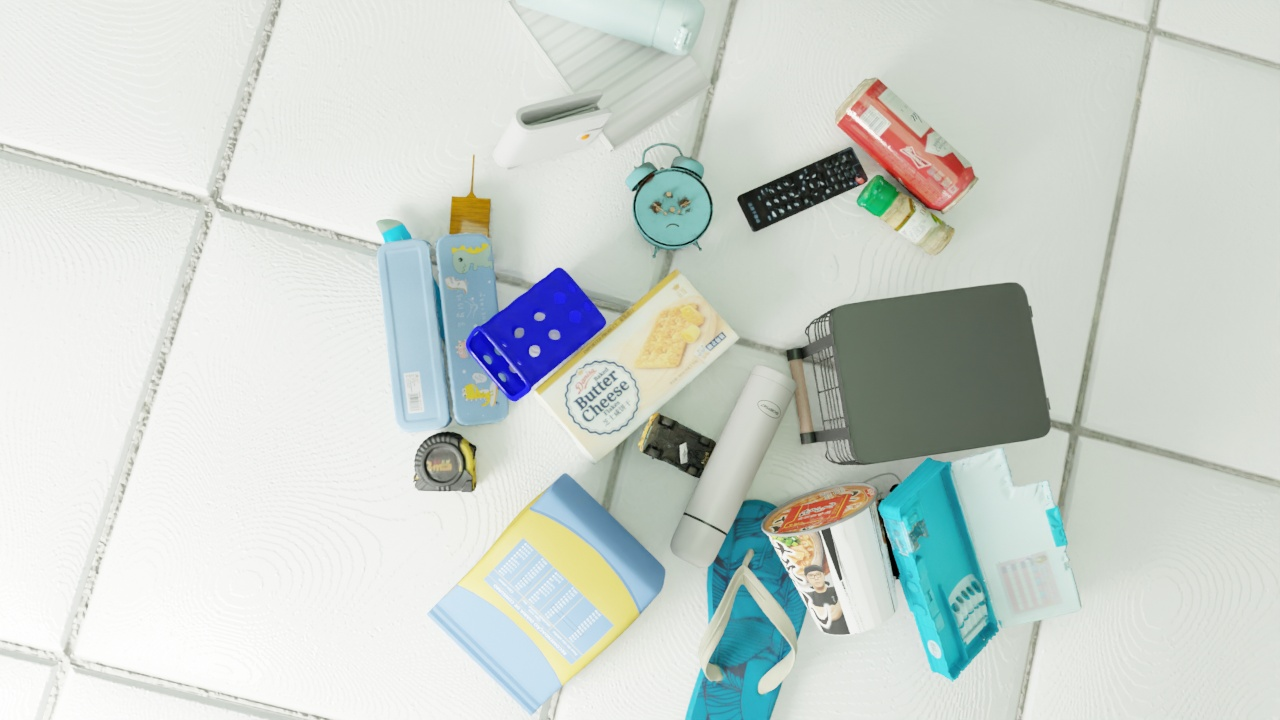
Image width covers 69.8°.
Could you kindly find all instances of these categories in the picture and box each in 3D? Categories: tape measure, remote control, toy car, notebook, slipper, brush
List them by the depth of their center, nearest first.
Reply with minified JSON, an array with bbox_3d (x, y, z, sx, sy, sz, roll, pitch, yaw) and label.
[{"bbox_3d":[0.115,0.297,0.970,0.118,0.060,0.294,15,83,-6],"label":"slipper"},{"bbox_3d":[-0.209,0.107,0.978,0.067,0.038,0.062,0,92,-1],"label":"tape measure"},{"bbox_3d":[0.033,0.090,0.987,0.112,0.047,0.047,30,79,-41],"label":"toy car"},{"bbox_3d":[-0.188,-0.160,1.017,0.048,0.017,0.126,3,84,-4],"label":"brush"},{"bbox_3d":[0.184,-0.194,1.048,0.150,0.022,0.047,-24,85,-8],"label":"remote control"},{"bbox_3d":[-0.037,-0.362,1.055,0.142,0.009,0.209,-35,87,-8],"label":"notebook"}]

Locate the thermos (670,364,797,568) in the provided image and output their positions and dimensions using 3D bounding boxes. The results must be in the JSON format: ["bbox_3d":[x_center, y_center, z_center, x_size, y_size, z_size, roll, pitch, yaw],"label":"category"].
[{"bbox_3d":[0.099,0.114,0.985,0.052,0.052,0.224,27,80,-1],"label":"thermos"}]

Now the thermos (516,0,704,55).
[{"bbox_3d":[-0.032,-0.399,1.021,0.207,0.065,0.077,17,39,-3],"label":"thermos"}]

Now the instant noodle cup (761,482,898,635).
[{"bbox_3d":[0.203,0.206,0.943,0.123,0.123,0.122,-22,96,-6],"label":"instant noodle cup"}]

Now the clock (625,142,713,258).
[{"bbox_3d":[0.031,-0.179,1.018,0.090,0.053,0.124,-9,85,-6],"label":"clock"}]

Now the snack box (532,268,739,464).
[{"bbox_3d":[-0.006,0.006,0.993,0.207,0.057,0.104,-41,88,-8],"label":"snack box"}]

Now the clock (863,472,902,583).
[{"bbox_3d":[0.277,0.183,1.001,0.091,0.042,0.120,-21,86,-6],"label":"clock"}]

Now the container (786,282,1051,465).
[{"bbox_3d":[0.294,0.018,0.976,0.241,0.130,0.162,-8,84,-5],"label":"container"}]

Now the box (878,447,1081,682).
[{"bbox_3d":[0.348,0.200,0.953,0.181,0.071,0.227,-26,111,-8],"label":"box"}]

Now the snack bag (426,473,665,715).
[{"bbox_3d":[-0.098,0.243,0.946,0.159,0.102,0.205,44,95,1],"label":"snack bag"}]

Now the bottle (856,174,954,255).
[{"bbox_3d":[0.301,-0.164,1.041,0.111,0.043,0.043,35,82,0],"label":"bottle"}]

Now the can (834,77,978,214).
[{"bbox_3d":[0.299,-0.242,1.037,0.170,0.067,0.067,43,82,1],"label":"can"}]

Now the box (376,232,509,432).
[{"bbox_3d":[-0.211,-0.030,0.983,0.127,0.034,0.209,-6,91,-5],"label":"box"}]

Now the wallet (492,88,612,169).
[{"bbox_3d":[-0.099,-0.245,0.998,0.118,0.116,0.037,-22,85,-28],"label":"wallet"}]

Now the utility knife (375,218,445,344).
[{"bbox_3d":[-0.238,-0.080,1.006,0.031,0.015,0.174,-27,88,-5],"label":"utility knife"}]

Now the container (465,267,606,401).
[{"bbox_3d":[-0.109,-0.028,0.961,0.113,0.085,0.084,-41,94,-24],"label":"container"}]
